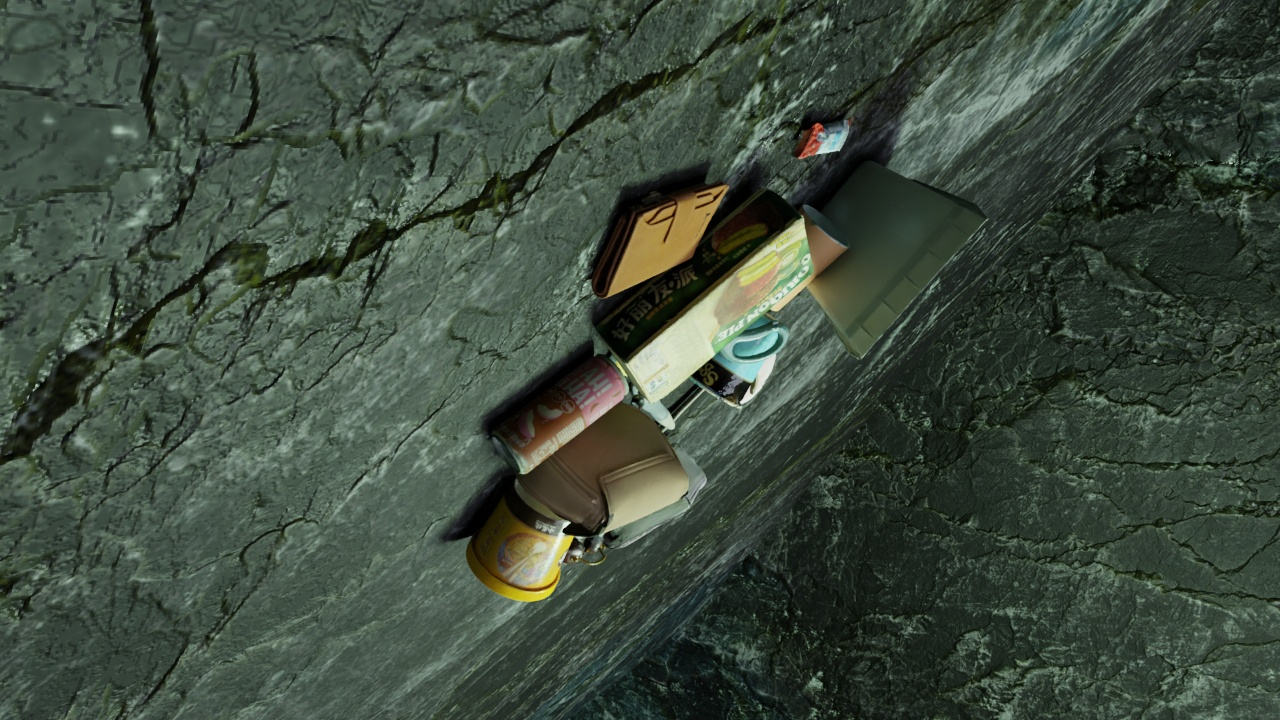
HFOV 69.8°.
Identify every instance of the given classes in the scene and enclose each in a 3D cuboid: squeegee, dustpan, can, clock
[{"bbox_3d":[0.026,0.071,1.257,0.246,0.039,0.246,-44,161,-3],"label":"squeegee"},{"bbox_3d":[0.312,-0.138,1.189,0.142,0.257,0.223,23,112,-45],"label":"dustpan"},{"bbox_3d":[-0.084,0.055,0.964,0.147,0.058,0.058,-37,160,-22],"label":"can"},{"bbox_3d":[-0.096,0.227,1.204,0.081,0.122,0.055,-12,130,-57],"label":"clock"}]

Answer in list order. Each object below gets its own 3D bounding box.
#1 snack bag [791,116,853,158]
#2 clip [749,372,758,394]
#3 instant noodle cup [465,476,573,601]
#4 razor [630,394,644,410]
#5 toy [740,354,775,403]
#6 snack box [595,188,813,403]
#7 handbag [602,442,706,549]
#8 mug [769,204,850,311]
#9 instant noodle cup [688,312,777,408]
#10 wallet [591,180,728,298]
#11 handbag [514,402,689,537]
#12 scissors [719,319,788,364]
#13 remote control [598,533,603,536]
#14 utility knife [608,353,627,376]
[{"bbox_3d":[0.201,-0.241,0.993,0.105,0.026,0.045,-23,143,-49],"label":"snack bag"},{"bbox_3d":[0.128,0.006,1.246,0.089,0.035,0.104,-31,128,-32],"label":"clip"},{"bbox_3d":[-0.133,0.205,1.099,0.118,0.118,0.115,-9,131,-60],"label":"instant noodle cup"},{"bbox_3d":[-0.012,0.089,1.189,0.022,0.043,0.143,-46,162,-33],"label":"razor"},{"bbox_3d":[0.144,0.002,1.325,0.121,0.054,0.159,-61,149,-1],"label":"toy"},{"bbox_3d":[0.073,-0.066,0.983,0.240,0.063,0.114,-40,151,-4],"label":"snack box"},{"bbox_3d":[0.011,0.200,1.362,0.145,0.098,0.197,-42,174,10],"label":"handbag"},{"bbox_3d":[0.191,-0.124,1.149,0.123,0.078,0.078,-48,162,24],"label":"mug"},{"bbox_3d":[0.120,-0.017,1.183,0.120,0.111,0.111,-55,160,9],"label":"instant noodle cup"},{"bbox_3d":[0.019,-0.118,0.866,0.131,0.031,0.108,-29,157,-43],"label":"wallet"},{"bbox_3d":[-0.044,0.129,1.061,0.204,0.148,0.100,-12,141,-51],"label":"handbag"},{"bbox_3d":[0.105,-0.064,1.098,0.174,0.019,0.177,0,112,-18],"label":"scissors"},{"bbox_3d":[-0.046,0.170,1.220,0.056,0.019,0.135,-60,-164,29],"label":"remote control"},{"bbox_3d":[-0.007,0.006,1.101,0.031,0.019,0.175,-43,166,11],"label":"utility knife"}]
